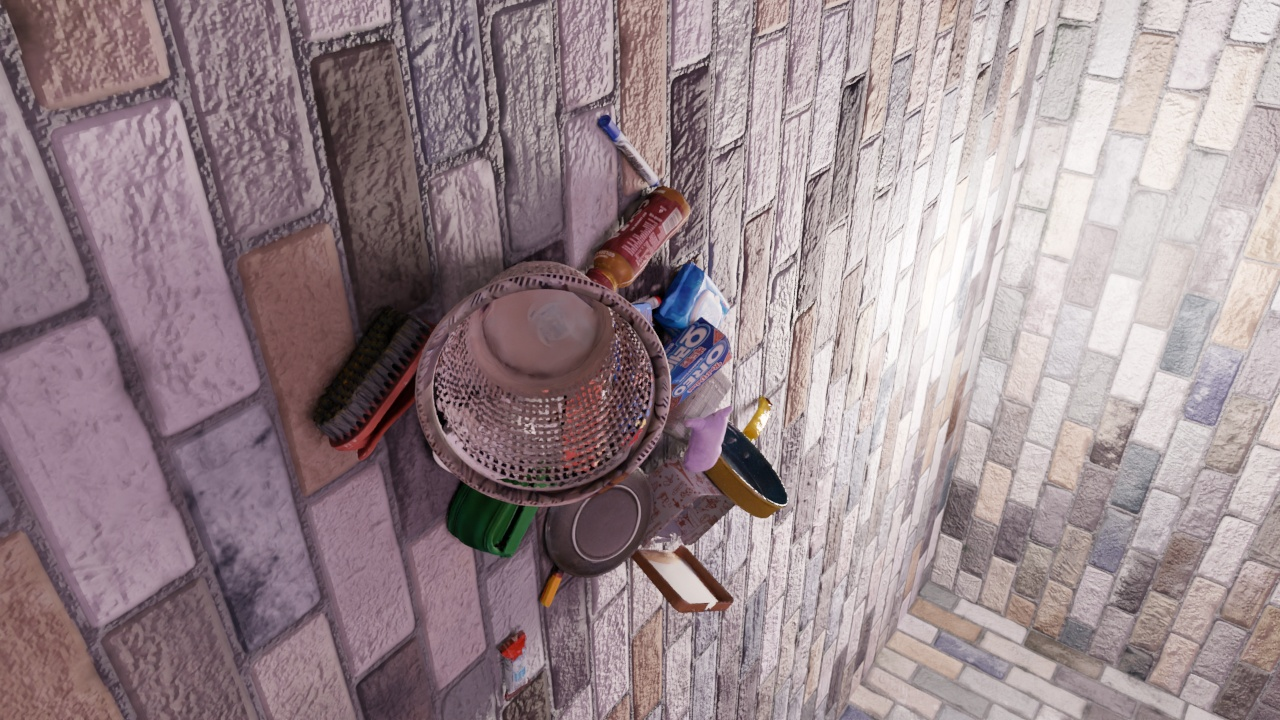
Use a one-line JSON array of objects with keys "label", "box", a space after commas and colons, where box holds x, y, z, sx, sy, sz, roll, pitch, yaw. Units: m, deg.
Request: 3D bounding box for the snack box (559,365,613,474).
[{"label": "snack box", "box": [-0.063, 0.064, 1.130, 0.127, 0.044, 0.113, -64, 162, -76]}]

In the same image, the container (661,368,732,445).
[{"label": "container", "box": [0.061, 0.052, 1.340, 0.114, 0.090, 0.090, -58, 148, -9]}]

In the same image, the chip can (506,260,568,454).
[{"label": "chip can", "box": [-0.117, -0.002, 1.041, 0.071, 0.071, 0.215, -23, 127, -50]}]

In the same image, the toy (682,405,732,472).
[{"label": "toy", "box": [0.091, 0.118, 1.316, 0.083, 0.039, 0.108, -12, 131, -29]}]

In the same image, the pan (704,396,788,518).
[{"label": "pan", "box": [0.179, 0.135, 1.528, 0.078, 0.197, 0.356, -43, -177, 16]}]

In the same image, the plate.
[{"label": "plate", "box": [-0.051, 0.223, 1.274, 0.179, 0.024, 0.179, -11, 111, -31]}]

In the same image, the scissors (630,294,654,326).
[{"label": "scissors", "box": [-0.039, -0.052, 1.162, 0.170, 0.014, 0.159, 49, 54, -41]}]

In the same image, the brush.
[{"label": "brush", "box": [-0.243, 0.024, 0.868, 0.145, 0.063, 0.069, -58, 135, -14]}]

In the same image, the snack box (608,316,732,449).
[{"label": "snack box", "box": [0.032, 0.028, 1.256, 0.207, 0.058, 0.057, -40, 142, -13]}]

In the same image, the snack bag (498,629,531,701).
[{"label": "snack bag", "box": [-0.173, 0.424, 1.268, 0.048, 0.026, 0.104, -30, 134, -38]}]

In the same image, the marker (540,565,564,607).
[{"label": "marker", "box": [-0.111, 0.286, 1.291, 0.018, 0.015, 0.123, 33, 78, -60]}]

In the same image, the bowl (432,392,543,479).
[{"label": "bowl", "box": [-0.166, 0.075, 1.006, 0.118, 0.118, 0.064, 60, 20, -53]}]

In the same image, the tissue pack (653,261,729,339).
[{"label": "tissue pack", "box": [0.079, -0.069, 1.323, 0.095, 0.052, 0.157, -61, 149, -10]}]

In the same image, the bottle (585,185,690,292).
[{"label": "bottle", "box": [-0.007, -0.143, 1.135, 0.174, 0.057, 0.057, -50, 145, -27]}]

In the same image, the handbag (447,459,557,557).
[{"label": "handbag", "box": [-0.161, 0.169, 1.095, 0.131, 0.068, 0.120, -61, 156, -14]}]

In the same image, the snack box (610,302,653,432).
[{"label": "snack box", "box": [-0.007, 0.007, 1.160, 0.084, 0.026, 0.157, -16, 102, -67]}]

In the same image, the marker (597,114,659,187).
[{"label": "marker", "box": [-0.012, -0.249, 1.102, 0.017, 0.017, 0.145, -64, 149, -7]}]

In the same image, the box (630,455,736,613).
[{"label": "box", "box": [0.086, 0.269, 1.390, 0.157, 0.192, 0.183, -47, 153, 15]}]

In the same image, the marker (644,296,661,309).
[{"label": "marker", "box": [-0.020, -0.059, 1.210, 0.144, 0.017, 0.017, -29, 132, -47]}]

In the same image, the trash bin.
[{"label": "trash bin", "box": [-0.095, -0.002, 0.898, 0.192, 0.227, 0.228, -106, -157, -67]}]
